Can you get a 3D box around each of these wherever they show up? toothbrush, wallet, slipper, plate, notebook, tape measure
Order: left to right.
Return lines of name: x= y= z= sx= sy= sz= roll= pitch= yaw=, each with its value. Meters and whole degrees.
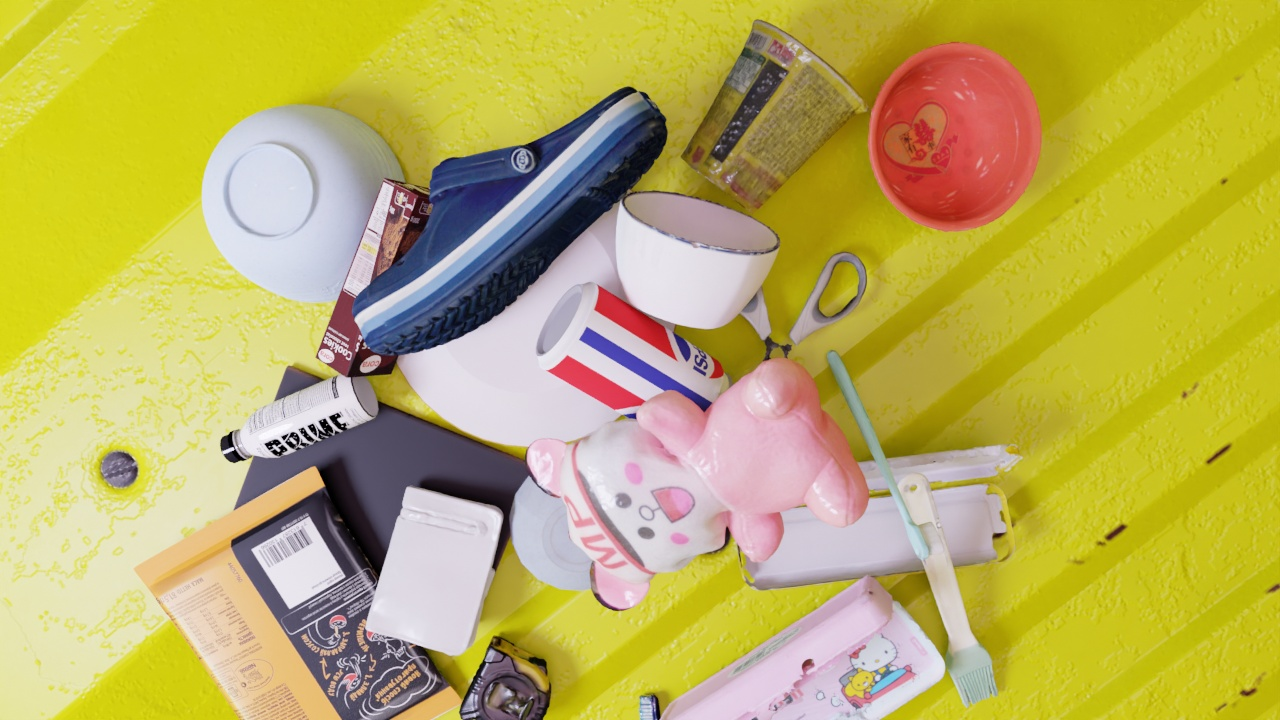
notebook: x=-0.203 y=0.108 z=0.719 sx=0.209 sy=0.008 sz=0.141 roll=22 pitch=95 yaw=0
wallet: x=-0.154 y=0.158 z=0.699 sx=0.086 sy=0.032 sz=0.116 roll=18 pitch=86 yaw=3
slipper: x=-0.095 y=-0.103 z=0.632 sx=0.253 sy=0.105 sz=0.095 roll=-39 pitch=87 yaw=2
tape measure: x=-0.102 y=0.259 z=0.712 sx=0.062 sy=0.038 sz=0.067 roll=27 pitch=88 yaw=-4
plate: x=-0.086 y=-0.046 z=0.697 sx=0.230 sy=0.021 sz=0.230 roll=0 pitch=95 yaw=2
toothbrush: x=0.019 y=0.357 z=0.731 sx=0.017 sy=0.016 sz=0.189 roll=-7 pitch=94 yaw=12
toothbrush: x=0.167 y=0.059 z=0.646 sx=0.016 sy=0.016 sz=0.180 roll=-12 pitch=50 yaw=-7

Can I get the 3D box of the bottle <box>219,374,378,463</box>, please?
bottle: x=-0.259 y=0.046 z=0.690 sx=0.116 sy=0.041 sz=0.041 roll=-22 pitch=94 yaw=3

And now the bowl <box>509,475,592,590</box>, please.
bowl: x=-0.047 y=0.128 z=0.696 sx=0.106 sy=0.039 sz=0.106 roll=0 pitch=97 yaw=-4

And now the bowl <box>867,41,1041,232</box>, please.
bowl: x=0.218 y=-0.158 z=0.662 sx=0.130 sy=0.045 sz=0.130 roll=-1 pitch=97 yaw=-10

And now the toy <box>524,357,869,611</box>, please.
toy: x=0.033 y=0.081 z=0.617 sx=0.213 sy=0.084 sz=0.142 roll=-28 pitch=106 yaw=20

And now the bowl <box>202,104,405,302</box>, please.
bowl: x=-0.253 y=-0.117 z=0.665 sx=0.150 sy=0.074 sz=0.150 roll=0 pitch=93 yaw=4

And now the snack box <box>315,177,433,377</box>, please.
snack box: x=-0.184 y=-0.058 z=0.670 sx=0.032 sy=0.051 sz=0.141 roll=29 pitch=103 yaw=19

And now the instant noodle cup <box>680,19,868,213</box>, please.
instant noodle cup: x=0.089 y=-0.167 z=0.652 sx=0.102 sy=0.102 sz=0.108 roll=38 pitch=103 yaw=-2

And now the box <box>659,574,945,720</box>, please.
box: x=0.119 y=0.254 z=0.675 sx=0.202 sy=0.100 sz=0.103 roll=-37 pitch=83 yaw=13

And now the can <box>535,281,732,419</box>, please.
can: x=-0.004 y=0.004 z=0.658 sx=0.132 sy=0.070 sz=0.070 roll=31 pitch=95 yaw=-21

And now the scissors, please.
scissors: x=0.105 y=-0.024 z=0.690 sx=0.157 sy=0.012 sz=0.169 roll=-36 pitch=85 yaw=4

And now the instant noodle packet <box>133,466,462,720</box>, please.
instant noodle packet: x=-0.264 y=0.214 z=0.711 sx=0.160 sy=0.032 sz=0.221 roll=-29 pitch=98 yaw=2

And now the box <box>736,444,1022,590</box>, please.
box: x=0.174 y=0.117 z=0.673 sx=0.210 sy=0.080 sz=0.084 roll=-8 pitch=75 yaw=3

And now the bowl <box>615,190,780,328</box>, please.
bowl: x=0.034 y=-0.070 z=0.645 sx=0.116 sy=0.116 sz=0.066 roll=15 pitch=115 yaw=0

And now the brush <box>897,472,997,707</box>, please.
brush: x=0.227 y=0.173 z=0.680 sx=0.033 sy=0.012 sz=0.218 roll=-22 pitch=112 yaw=1
